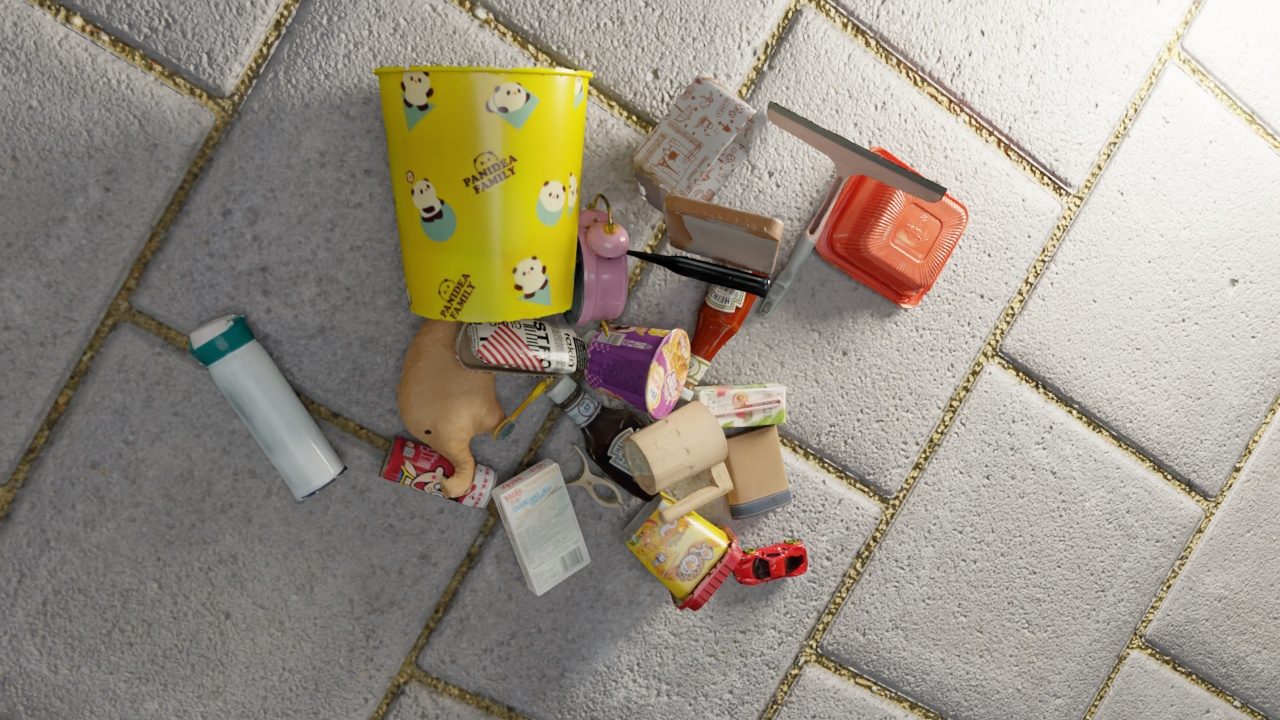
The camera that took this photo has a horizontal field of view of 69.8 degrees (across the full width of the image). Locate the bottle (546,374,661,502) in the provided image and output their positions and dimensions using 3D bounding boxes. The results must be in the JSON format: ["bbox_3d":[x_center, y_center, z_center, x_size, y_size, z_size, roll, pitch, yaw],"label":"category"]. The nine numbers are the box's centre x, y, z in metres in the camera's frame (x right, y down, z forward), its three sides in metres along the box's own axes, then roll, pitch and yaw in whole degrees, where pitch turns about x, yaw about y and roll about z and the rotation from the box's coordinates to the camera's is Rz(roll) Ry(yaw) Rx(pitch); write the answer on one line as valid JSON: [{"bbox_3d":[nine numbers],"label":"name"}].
[{"bbox_3d":[-0.039,0.093,1.163,0.195,0.044,0.079,44,82,-15],"label":"bottle"}]

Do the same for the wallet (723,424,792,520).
[{"bbox_3d":[0.151,0.148,1.226,0.090,0.033,0.115,-16,102,-14],"label":"wallet"}]

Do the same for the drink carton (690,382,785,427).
[{"bbox_3d":[0.129,0.059,1.197,0.122,0.045,0.053,-3,99,-14],"label":"drink carton"}]

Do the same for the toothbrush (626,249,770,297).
[{"bbox_3d":[0.054,-0.117,1.127,0.213,0.026,0.027,16,86,8],"label":"toothbrush"}]

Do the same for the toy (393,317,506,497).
[{"bbox_3d":[-0.220,0.043,1.080,0.143,0.082,0.226,18,87,-19],"label":"toy"}]

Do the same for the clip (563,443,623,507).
[{"bbox_3d":[-0.062,0.153,1.175,0.097,0.034,0.061,37,90,-8],"label":"clip"}]

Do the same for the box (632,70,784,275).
[{"bbox_3d":[0.099,-0.191,1.050,0.192,0.183,0.156,36,89,5],"label":"box"}]

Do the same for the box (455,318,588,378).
[{"bbox_3d":[-0.141,-0.014,1.061,0.163,0.081,0.074,3,68,-41],"label":"box"}]

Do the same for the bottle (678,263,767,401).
[{"bbox_3d":[0.095,-0.044,1.164,0.059,0.060,0.206,28,91,-17],"label":"bottle"}]

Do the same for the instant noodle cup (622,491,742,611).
[{"bbox_3d":[0.048,0.238,1.179,0.123,0.116,0.116,40,88,-5],"label":"instant noodle cup"}]

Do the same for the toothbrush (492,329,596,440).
[{"bbox_3d":[-0.113,0.028,1.117,0.191,0.018,0.016,-48,133,-23],"label":"toothbrush"}]

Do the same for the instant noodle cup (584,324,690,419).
[{"bbox_3d":[-0.007,0.007,1.116,0.099,0.111,0.111,14,97,27],"label":"instant noodle cup"}]

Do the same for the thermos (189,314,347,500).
[{"bbox_3d":[-0.429,0.052,1.049,0.073,0.073,0.224,-32,105,-7],"label":"thermos"}]

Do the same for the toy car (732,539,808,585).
[{"bbox_3d":[0.178,0.279,1.254,0.106,0.031,0.049,-8,100,-10],"label":"toy car"}]

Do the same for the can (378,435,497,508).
[{"bbox_3d":[-0.245,0.137,1.113,0.132,0.053,0.053,21,93,-16],"label":"can"}]

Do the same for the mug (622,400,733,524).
[{"bbox_3d":[0.048,0.126,1.129,0.103,0.084,0.124,-24,99,-21],"label":"mug"}]

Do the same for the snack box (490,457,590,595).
[{"bbox_3d":[-0.122,0.208,1.143,0.084,0.027,0.157,-29,117,-27],"label":"snack box"}]

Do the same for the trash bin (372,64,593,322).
[{"bbox_3d":[-0.167,-0.184,1.000,0.229,0.229,0.255,-3,105,-14],"label":"trash bin"}]

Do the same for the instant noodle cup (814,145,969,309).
[{"bbox_3d":[0.341,-0.168,1.196,0.188,0.079,0.164,27,93,-19],"label":"instant noodle cup"}]

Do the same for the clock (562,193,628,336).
[{"bbox_3d":[-0.054,-0.117,1.082,0.059,0.117,0.159,-3,114,-18],"label":"clock"}]

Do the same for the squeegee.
[{"bbox_3d":[0.216,-0.163,1.170,0.248,0.040,0.250,33,109,17],"label":"squeegee"}]
